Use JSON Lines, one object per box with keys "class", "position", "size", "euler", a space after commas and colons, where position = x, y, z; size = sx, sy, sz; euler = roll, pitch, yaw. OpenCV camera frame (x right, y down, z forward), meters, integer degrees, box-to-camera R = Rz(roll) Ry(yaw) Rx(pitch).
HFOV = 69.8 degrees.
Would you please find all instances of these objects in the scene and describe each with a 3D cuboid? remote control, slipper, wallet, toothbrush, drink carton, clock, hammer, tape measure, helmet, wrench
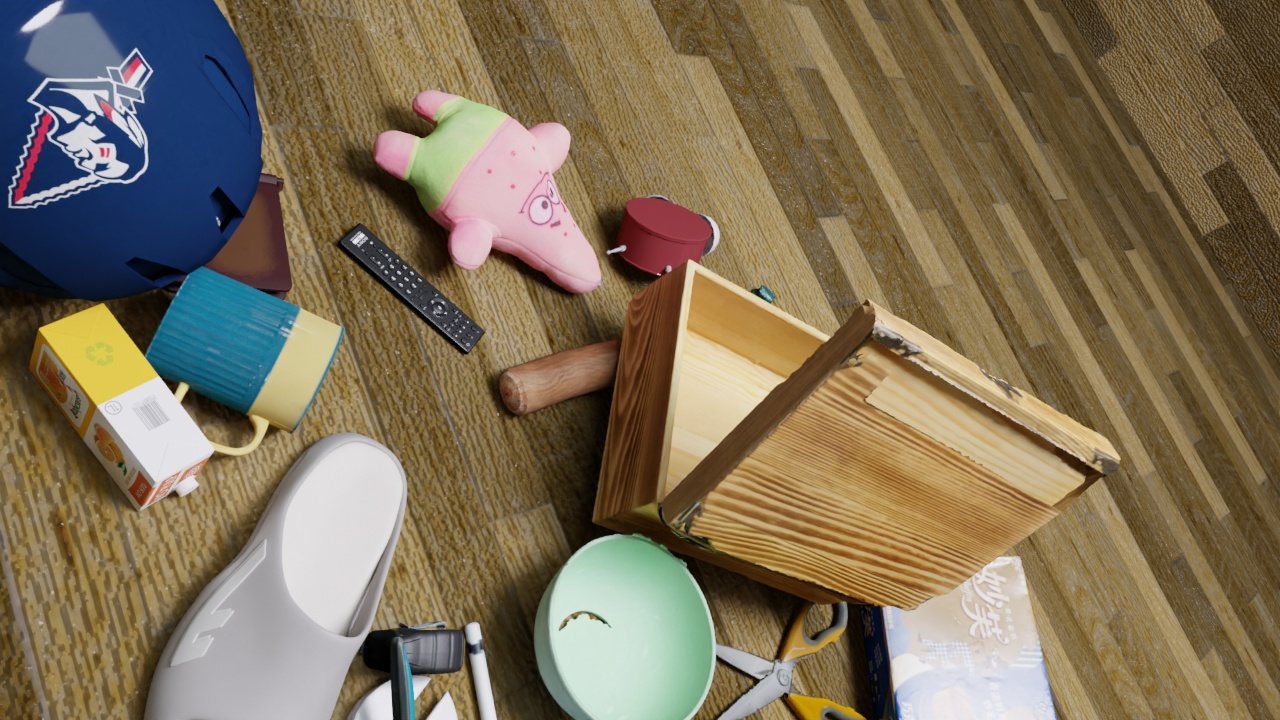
{"class": "remote control", "position": [-0.193, -0.060, 0.779], "size": [0.140, 0.009, 0.030], "euler": [42, 46, -12]}
{"class": "slipper", "position": [-0.213, 0.152, 0.588], "size": [0.113, 0.081, 0.265], "euler": [36, 47, -21]}
{"class": "wallet", "position": [-0.315, -0.102, 0.700], "size": [0.091, 0.018, 0.115], "euler": [4, 61, -37]}
{"class": "toothbrush", "position": [0.199, -0.017, 1.067], "size": [0.190, 0.017, 0.016], "euler": [45, 46, -9]}
{"class": "drink carton", "position": [-0.326, 0.033, 0.580], "size": [0.122, 0.059, 0.040], "euler": [53, 45, -1]}
{"class": "clock", "position": [0.027, -0.130, 0.949], "size": [0.096, 0.048, 0.137], "euler": [26, 31, 11]}
{"class": "hammer", "position": [-0.005, 0.005, 0.874], "size": [0.300, 0.037, 0.158], "euler": [-14, 75, -43]}
{"class": "tape measure", "position": [-0.151, 0.195, 0.626], "size": [0.061, 0.062, 0.034], "euler": [13, 71, -36]}
{"class": "helmet", "position": [-0.339, -0.146, 0.532], "size": [0.223, 0.273, 0.232], "euler": [46, 77, -3]}
{"class": "wrench", "position": [-0.180, 0.327, 0.557], "size": [0.086, 0.018, 0.272], "euler": [35, 49, -19]}
{"class": "toothbrush", "position": [-0.101, 0.280, 0.652], "size": [0.017, 0.012, 0.186], "euler": [10, 59, -50]}

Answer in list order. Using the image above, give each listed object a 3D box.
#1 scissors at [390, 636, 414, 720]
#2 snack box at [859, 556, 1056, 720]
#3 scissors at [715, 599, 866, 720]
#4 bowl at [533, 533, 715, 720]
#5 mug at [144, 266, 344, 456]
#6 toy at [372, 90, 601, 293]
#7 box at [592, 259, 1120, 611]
{"class": "scissors", "position": [-0.158, 0.241, 0.566], "size": [0.154, 0.019, 0.124], "euler": [47, 54, -36]}
{"class": "snack box", "position": [0.303, 0.294, 0.888], "size": [0.155, 0.069, 0.202], "euler": [3, 60, -6]}
{"class": "scissors", "position": [0.144, 0.282, 0.846], "size": [0.225, 0.016, 0.215], "euler": [34, 48, -19]}
{"class": "bowl", "position": [-0.022, 0.216, 0.707], "size": [0.150, 0.077, 0.150], "euler": [20, 54, -30]}
{"class": "mug", "position": [-0.277, 0.005, 0.627], "size": [0.107, 0.083, 0.113], "euler": [28, 70, -24]}
{"class": "toy", "position": [-0.121, -0.145, 0.832], "size": [0.236, 0.097, 0.191], "euler": [43, 54, -22]}
{"class": "box", "position": [0.167, 0.067, 0.744], "size": [0.279, 0.325, 0.283], "euler": [26, 60, -29]}
